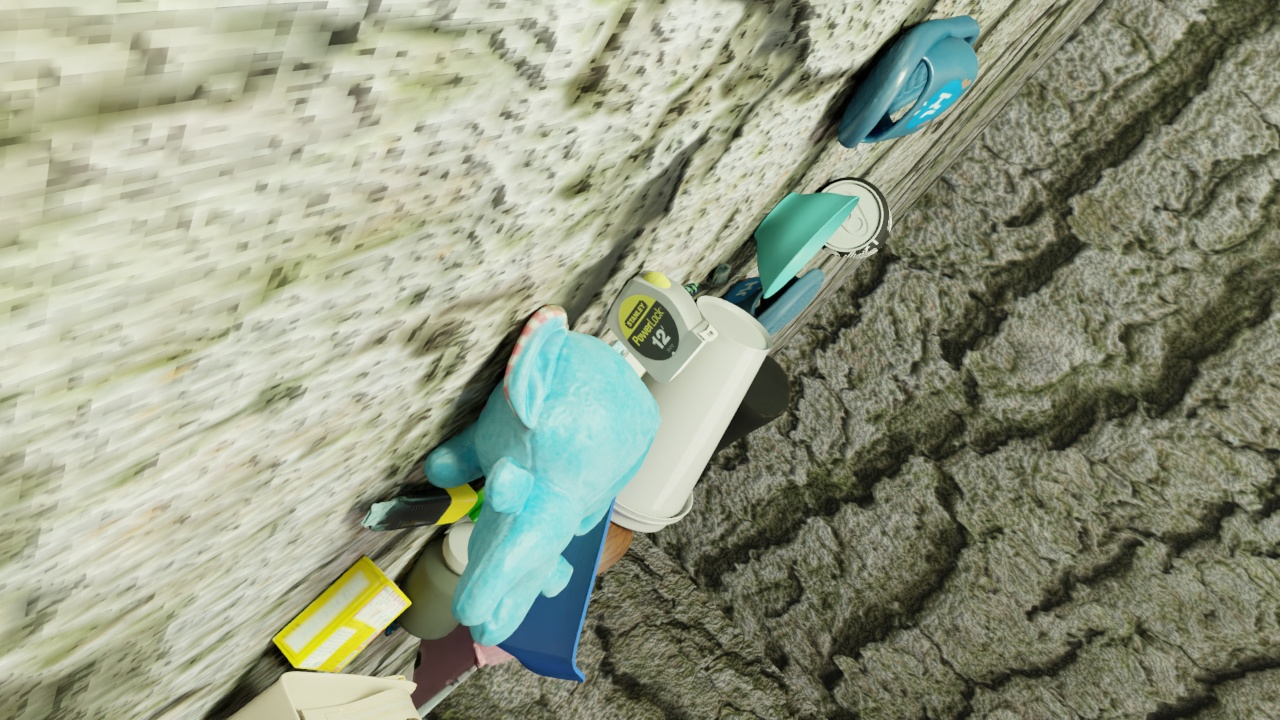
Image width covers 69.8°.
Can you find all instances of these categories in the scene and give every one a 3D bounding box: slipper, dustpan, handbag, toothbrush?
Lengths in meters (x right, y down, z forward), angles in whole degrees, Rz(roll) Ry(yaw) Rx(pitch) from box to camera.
[{"bbox_3d":[0.104,-0.044,0.958,0.103,0.059,0.214,-43,-173,-35],"label":"slipper"},{"bbox_3d":[-0.100,0.169,0.800,0.258,0.059,0.244,-21,-140,38],"label":"dustpan"},{"bbox_3d":[0.215,-0.211,0.711,0.213,0.059,0.104,-39,171,-47],"label":"slipper"},{"bbox_3d":[-0.233,0.296,0.647,0.195,0.101,0.197,-40,156,7],"label":"handbag"},{"bbox_3d":[0.037,-0.055,0.737,0.187,0.014,0.017,-31,150,-60],"label":"toothbrush"}]

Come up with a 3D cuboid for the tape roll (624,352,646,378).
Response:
[{"bbox_3d":[-0.004,0.004,0.755,0.094,0.019,0.094,-50,179,-2],"label":"tape roll"}]

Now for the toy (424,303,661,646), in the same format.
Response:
[{"bbox_3d":[-0.064,0.067,0.519,0.180,0.115,0.184,-61,157,-28],"label":"toy"}]

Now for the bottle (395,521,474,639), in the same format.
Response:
[{"bbox_3d":[-0.156,0.177,0.742,0.109,0.060,0.060,-52,170,36],"label":"bottle"}]

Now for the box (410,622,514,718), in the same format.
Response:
[{"bbox_3d":[-0.160,0.257,0.930,0.180,0.051,0.233,-29,-170,-6],"label":"box"}]

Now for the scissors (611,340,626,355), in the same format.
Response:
[{"bbox_3d":[-0.047,0.025,0.727,0.096,0.020,0.133,-40,171,-24],"label":"scissors"}]

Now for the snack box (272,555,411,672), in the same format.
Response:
[{"bbox_3d":[-0.205,0.182,0.647,0.075,0.025,0.152,-43,171,-19],"label":"snack box"}]

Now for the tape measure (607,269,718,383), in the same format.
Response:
[{"bbox_3d":[0.013,-0.023,0.593,0.016,0.065,0.064,-38,171,-41],"label":"tape measure"}]

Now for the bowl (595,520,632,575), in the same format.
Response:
[{"bbox_3d":[-0.087,0.164,0.924,0.147,0.069,0.147,-14,-164,4],"label":"bowl"}]

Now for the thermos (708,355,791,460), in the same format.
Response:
[{"bbox_3d":[0.071,0.063,1.013,0.105,0.106,0.219,-39,-178,-37],"label":"thermos"}]

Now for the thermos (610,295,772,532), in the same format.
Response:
[{"bbox_3d":[0.035,0.050,0.893,0.222,0.131,0.131,-58,167,26],"label":"thermos"}]

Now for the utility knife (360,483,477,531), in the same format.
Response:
[{"bbox_3d":[-0.135,0.091,0.567,0.029,0.020,0.186,-47,173,-2],"label":"utility knife"}]

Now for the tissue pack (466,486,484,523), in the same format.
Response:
[{"bbox_3d":[-0.088,0.091,0.719,0.099,0.034,0.114,-40,173,1],"label":"tissue pack"}]

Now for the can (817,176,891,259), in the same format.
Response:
[{"bbox_3d":[0.223,-0.148,0.969,0.080,0.080,0.145,-48,171,15],"label":"can"}]

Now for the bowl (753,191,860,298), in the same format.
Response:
[{"bbox_3d":[0.137,-0.116,0.821,0.121,0.046,0.121,-44,172,-9],"label":"bowl"}]

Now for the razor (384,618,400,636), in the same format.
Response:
[{"bbox_3d":[-0.199,0.218,0.872,0.141,0.018,0.043,-51,170,32],"label":"razor"}]
